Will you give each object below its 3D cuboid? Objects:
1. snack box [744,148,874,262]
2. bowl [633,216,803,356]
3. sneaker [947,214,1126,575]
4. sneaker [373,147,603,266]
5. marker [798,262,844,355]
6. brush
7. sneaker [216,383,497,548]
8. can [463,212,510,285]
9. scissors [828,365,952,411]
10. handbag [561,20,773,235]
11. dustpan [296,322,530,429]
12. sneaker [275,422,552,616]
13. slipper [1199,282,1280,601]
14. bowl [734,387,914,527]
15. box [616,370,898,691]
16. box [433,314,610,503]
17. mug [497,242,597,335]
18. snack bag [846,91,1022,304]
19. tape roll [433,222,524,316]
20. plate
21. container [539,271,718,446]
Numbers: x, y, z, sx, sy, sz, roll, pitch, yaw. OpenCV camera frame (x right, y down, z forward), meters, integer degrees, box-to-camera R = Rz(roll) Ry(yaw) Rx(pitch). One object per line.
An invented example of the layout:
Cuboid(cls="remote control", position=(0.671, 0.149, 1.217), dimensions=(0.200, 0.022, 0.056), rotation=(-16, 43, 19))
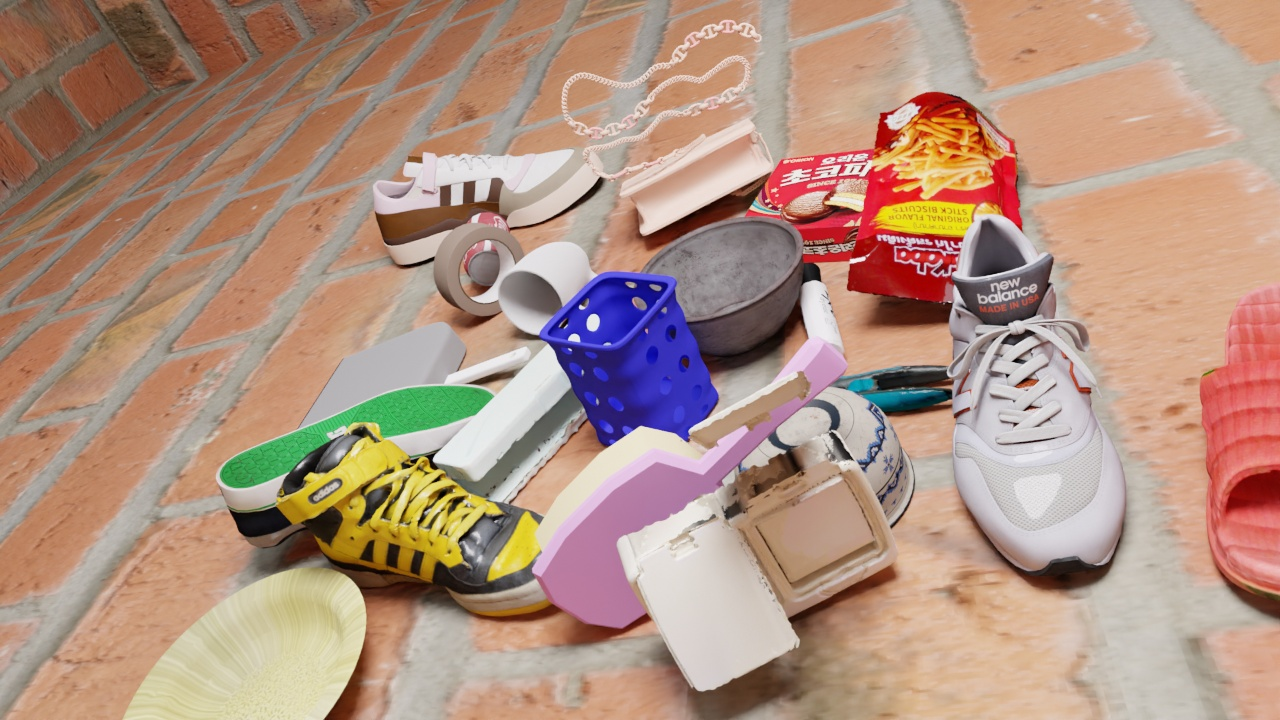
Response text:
Cuboid(cls="snack box", position=(0.183, -0.145, 0.851), dimensions=(0.152, 0.036, 0.132), rotation=(1, 42, 34))
Cuboid(cls="bowl", position=(0.073, -0.053, 0.768), dimensions=(0.145, 0.067, 0.144), rotation=(-17, 34, 12))
Cuboid(cls="sneaker", position=(0.221, 0.001, 0.547), dimensions=(0.089, 0.124, 0.239), rotation=(-12, 36, 19))
Cuboid(cls="sneaker", position=(-0.196, -0.222, 1.126), dimensions=(0.294, 0.116, 0.111), rotation=(-17, 34, 12))
Cuboid(cls="marker", position=(0.143, -0.042, 0.746), dimensions=(0.025, 0.025, 0.125), rotation=(-17, 34, 12))
Cuboid(cls="brush", position=(0.030, 0.068, 0.557), dimensions=(0.229, 0.089, 0.043), rotation=(-46, 25, 12))
Cuboid(cls="sneaker", position=(-0.225, 0.088, 0.777), dimensions=(0.234, 0.079, 0.084), rotation=(-21, 33, -25))
Cuboid(cls="can", position=(-0.173, -0.126, 1.038), dimensions=(0.054, 0.054, 0.096), rotation=(-22, 34, 5))
Cuboid(cls="scissors", position=(0.150, 0.027, 0.654), dimensions=(0.130, 0.019, 0.135), rotation=(-33, 32, -10))
Cuboid(cls="handbag", position=(0.042, -0.246, 0.940), dimensions=(0.199, 0.187, 0.116), rotation=(-25, 22, 11))
Cuboid(cls="dustpan", position=(-0.220, 0.022, 0.891), dimensions=(0.258, 0.033, 0.162), rotation=(-19, 33, 25))
Cuboid(cls="sneaker", position=(-0.157, 0.107, 0.649), dimensions=(0.239, 0.122, 0.085), rotation=(-3, 41, 31))
Cuboid(cls="slipper", position=(0.360, 0.022, 0.491), dimensions=(0.104, 0.059, 0.248), rotation=(1, 40, 34))
Cuboid(cls="bowl", position=(0.112, 0.062, 0.592), dimensions=(0.116, 0.059, 0.115), rotation=(-17, 34, 12))
Cuboid(cls="box", position=(0.054, 0.090, 0.481), dimensions=(0.143, 0.182, 0.080), rotation=(-30, 34, 5))
Cuboid(cls="box", position=(-0.085, 0.031, 0.768), dimensions=(0.086, 0.073, 0.198), rotation=(26, 58, 27))
Cuboid(cls="mug", position=(-0.071, -0.072, 0.900), dimensions=(0.107, 0.071, 0.089), rotation=(20, 39, 12))
Cuboid(cls="snack bag", position=(0.244, -0.122, 0.739), dimensions=(0.139, 0.067, 0.207), rotation=(12, 56, 6))
Cuboid(cls="tape roll", position=(-0.166, -0.095, 0.955), dimensions=(0.093, 0.094, 0.030), rotation=(-41, 37, -23))
Cuboid(cls="plate", position=(-0.262, 0.227, 0.628), dimensions=(0.184, 0.036, 0.184), rotation=(-17, 35, 12))
Cuboid(cls="container", position=(-0.004, 0.004, 0.697), dimensions=(0.085, 0.114, 0.084), rotation=(11, 47, 41))
